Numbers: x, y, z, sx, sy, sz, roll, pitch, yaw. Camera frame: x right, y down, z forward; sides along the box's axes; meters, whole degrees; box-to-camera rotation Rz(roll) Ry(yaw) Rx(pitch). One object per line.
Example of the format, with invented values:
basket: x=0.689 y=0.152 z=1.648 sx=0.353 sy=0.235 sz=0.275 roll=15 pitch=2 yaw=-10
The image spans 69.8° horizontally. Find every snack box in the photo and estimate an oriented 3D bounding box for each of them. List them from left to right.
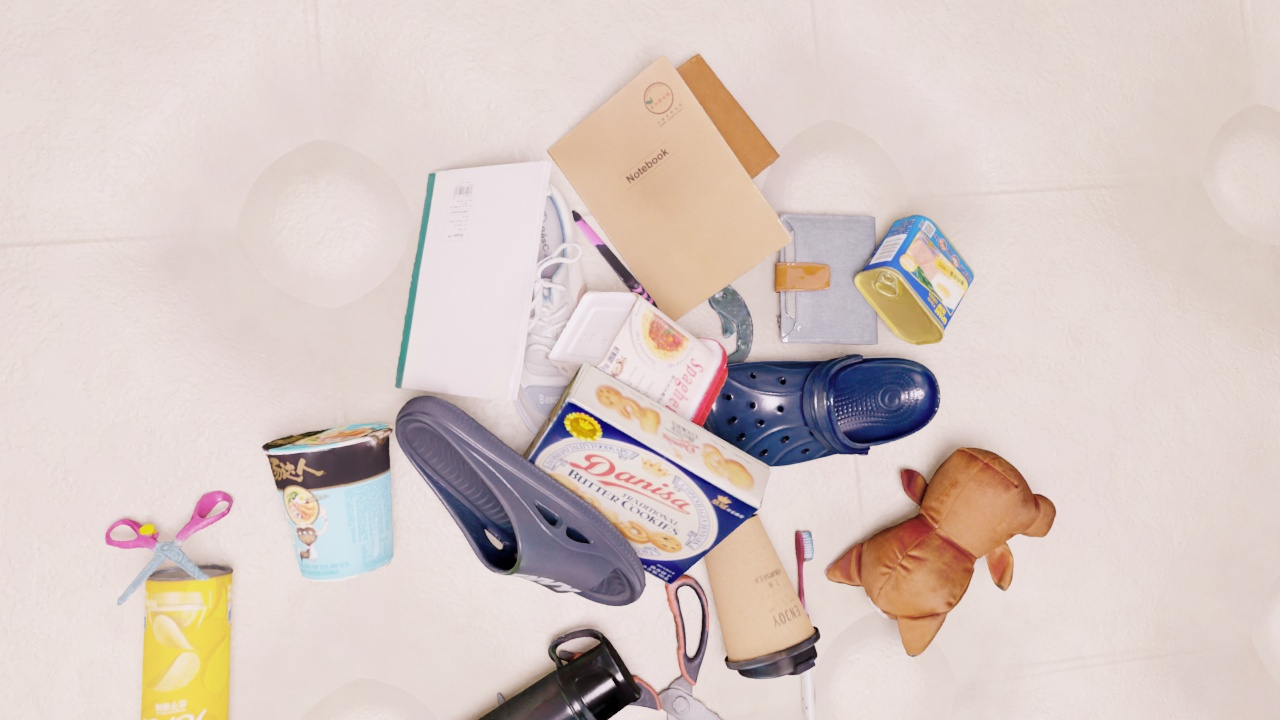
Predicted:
snack box: x=-0.009 y=0.106 z=0.799 sx=0.178 sy=0.183 sz=0.045 roll=30 pitch=49 yaw=-5

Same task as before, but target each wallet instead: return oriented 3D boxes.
wallet: x=0.060 y=-0.220 z=0.894 sx=0.107 sy=0.031 sz=0.132 roll=-41 pitch=94 yaw=-21
wallet: x=0.185 y=-0.081 z=0.910 sx=0.106 sy=0.037 sz=0.129 roll=1 pitch=87 yaw=-10

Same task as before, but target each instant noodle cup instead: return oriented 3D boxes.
instant noodle cup: x=-0.262 y=0.124 z=0.797 sx=0.111 sy=0.111 sz=0.120 roll=-8 pitch=95 yaw=-10
instant noodle cup: x=-0.005 y=0.005 z=0.815 sx=0.124 sy=0.117 sz=0.116 roll=43 pitch=67 yaw=-36

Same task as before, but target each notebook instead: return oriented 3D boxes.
notebook: x=-0.153 y=-0.072 z=0.819 sx=0.151 sy=0.012 sz=0.209 roll=4 pitch=84 yaw=36
notebook: x=0.025 y=-0.157 z=0.867 sx=0.148 sy=0.008 sz=0.207 roll=-34 pitch=93 yaw=21

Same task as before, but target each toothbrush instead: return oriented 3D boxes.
toothbrush: x=-0.005 y=-0.073 z=0.885 sx=0.014 sy=0.018 sz=0.189 roll=-39 pitch=89 yaw=-23
toothbrush: x=0.164 y=0.261 z=0.899 sx=0.017 sy=0.016 sz=0.187 roll=-1 pitch=87 yaw=-19

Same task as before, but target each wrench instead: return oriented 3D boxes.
wrench: x=0.045 y=-0.121 z=0.900 sx=0.056 sy=0.016 sz=0.273 roll=-24 pitch=92 yaw=-10

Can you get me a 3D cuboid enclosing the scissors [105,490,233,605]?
scissors: x=-0.399 y=0.154 z=0.782 sx=0.134 sy=0.133 sz=0.017 roll=-38 pitch=136 yaw=-39

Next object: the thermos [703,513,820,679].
thermos: x=0.107 y=0.221 z=0.858 sx=0.093 sy=0.093 sz=0.143 roll=-17 pitch=82 yaw=-10

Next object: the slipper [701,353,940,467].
slipper: x=0.174 y=0.048 z=0.872 sx=0.252 sy=0.095 sz=0.105 roll=-4 pitch=91 yaw=-13

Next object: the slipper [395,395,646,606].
slipper: x=-0.118 y=0.144 z=0.797 sx=0.268 sy=0.111 sz=0.083 roll=42 pitch=49 yaw=-11

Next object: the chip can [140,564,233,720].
chip can: x=-0.388 y=0.286 z=0.783 sx=0.072 sy=0.072 sz=0.213 roll=0 pitch=86 yaw=-9

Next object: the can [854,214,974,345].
can: x=0.270 y=-0.079 z=0.898 sx=0.102 sy=0.057 sz=0.083 roll=46 pitch=65 yaw=-19

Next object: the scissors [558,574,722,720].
scissors: x=0.031 y=0.309 z=0.876 sx=0.223 sy=0.015 sz=0.189 roll=34 pitch=82 yaw=-7

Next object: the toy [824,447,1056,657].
toy: x=0.288 y=0.177 z=0.882 sx=0.199 sy=0.140 sz=0.130 roll=-45 pitch=136 yaw=-7

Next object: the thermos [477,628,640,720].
thermos: x=-0.121 y=0.334 z=0.820 sx=0.242 sy=0.068 sz=0.090 roll=-33 pitch=48 yaw=-5

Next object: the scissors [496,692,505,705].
scissors: x=-0.082 y=0.421 z=0.844 sx=0.232 sy=0.022 sz=0.221 roll=40 pitch=86 yaw=5

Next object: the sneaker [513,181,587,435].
sneaker: x=-0.082 y=-0.048 z=0.839 sx=0.089 sy=0.091 sz=0.242 roll=-5 pitch=89 yaw=-8
